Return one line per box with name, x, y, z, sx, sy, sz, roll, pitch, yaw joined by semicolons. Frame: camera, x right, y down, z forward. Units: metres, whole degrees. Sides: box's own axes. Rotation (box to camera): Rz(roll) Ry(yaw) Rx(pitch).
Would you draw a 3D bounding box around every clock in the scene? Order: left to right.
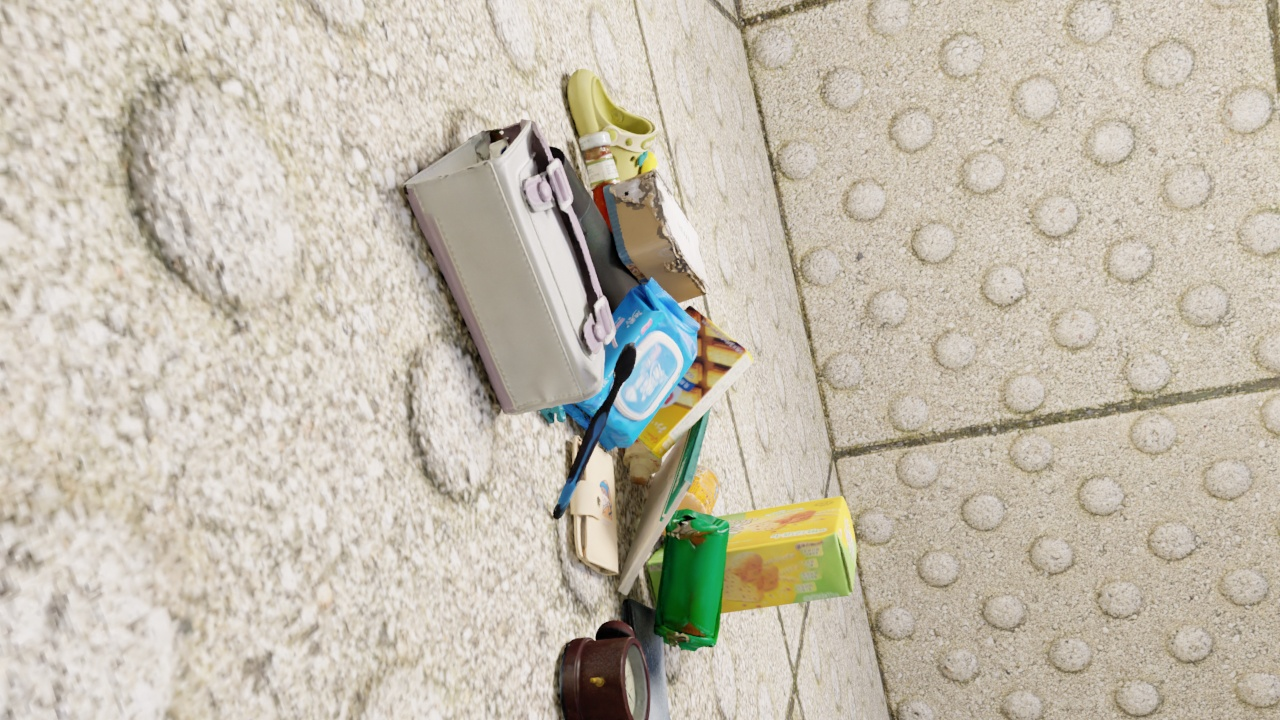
clock;-0.024;0.264;0.759;0.121;0.055;0.082;-25;103;-74

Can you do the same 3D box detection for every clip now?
clip;-0.078;0.038;0.791;0.056;0.039;0.013;64;24;-55

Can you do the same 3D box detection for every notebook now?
notebook;0.032;0.123;0.941;0.151;0.012;0.208;-62;-178;27

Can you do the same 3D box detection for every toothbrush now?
toothbrush;-0.039;0.060;0.731;0.016;0.014;0.190;-99;-153;-52

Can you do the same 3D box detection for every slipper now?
slipper;-0.021;-0.252;1.066;0.091;0.082;0.191;-75;147;-50

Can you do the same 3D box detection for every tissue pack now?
tissue pack;-0.005;0.005;0.875;0.157;0.052;0.095;-54;132;-11

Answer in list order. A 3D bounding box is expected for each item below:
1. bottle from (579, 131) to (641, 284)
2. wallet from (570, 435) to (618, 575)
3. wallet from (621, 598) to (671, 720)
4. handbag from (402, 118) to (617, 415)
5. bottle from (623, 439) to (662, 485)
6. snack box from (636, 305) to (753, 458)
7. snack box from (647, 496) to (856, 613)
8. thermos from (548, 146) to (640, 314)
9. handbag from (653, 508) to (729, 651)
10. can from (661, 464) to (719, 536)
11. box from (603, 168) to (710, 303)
bottle;-0.027;-0.148;1.017;0.059;0.060;0.206;-35;112;-72
wallet;-0.042;0.133;0.844;0.087;0.024;0.115;46;37;-59
wallet;0.006;0.301;0.903;0.097;0.019;0.120;52;30;-60
handbag;-0.087;-0.077;0.721;0.144;0.098;0.197;-81;155;-62
bottle;0.010;0.070;0.998;0.067;0.067;0.149;62;31;-44
snack box;0.035;0.021;0.930;0.087;0.140;0.034;42;-3;31
snack box;0.128;0.217;1.020;0.157;0.210;0.070;-23;101;-74
thermos;-0.047;-0.089;0.882;0.090;0.068;0.242;59;1;42
handbag;0.046;0.212;0.893;0.120;0.068;0.131;46;52;-77
can;0.057;0.163;1.068;0.146;0.058;0.058;-32;110;-77
box;0.022;-0.118;0.942;0.184;0.060;0.089;47;29;-66
